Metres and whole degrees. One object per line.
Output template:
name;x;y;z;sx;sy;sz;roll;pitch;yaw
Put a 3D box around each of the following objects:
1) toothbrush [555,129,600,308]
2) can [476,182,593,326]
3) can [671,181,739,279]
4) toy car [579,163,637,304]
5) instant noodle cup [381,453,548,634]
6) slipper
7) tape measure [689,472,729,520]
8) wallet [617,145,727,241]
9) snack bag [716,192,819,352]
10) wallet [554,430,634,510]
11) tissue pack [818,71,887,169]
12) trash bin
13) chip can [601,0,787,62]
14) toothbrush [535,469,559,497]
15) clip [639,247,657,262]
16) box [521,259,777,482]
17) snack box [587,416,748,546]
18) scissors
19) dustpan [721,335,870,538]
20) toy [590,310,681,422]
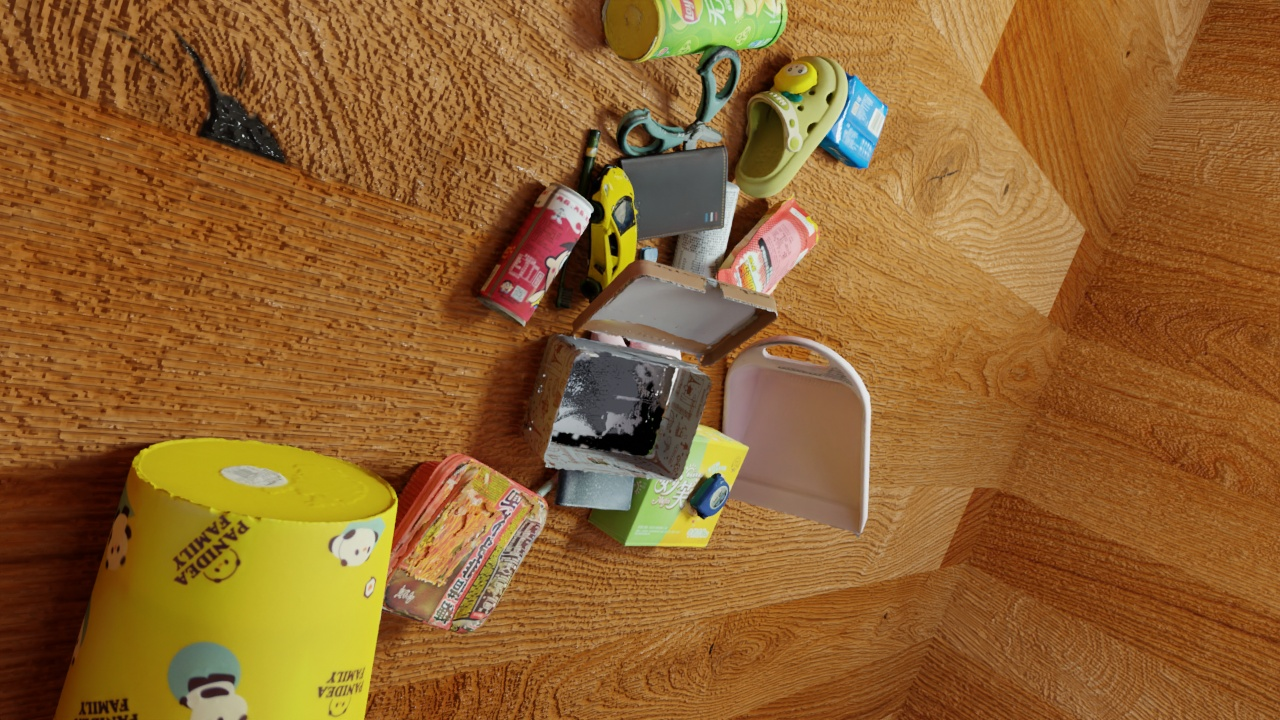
toothbrush;-0.062;-0.141;0.932;0.012;0.017;0.186;-83;-174;-73
can;-0.099;-0.102;0.875;0.132;0.053;0.053;-59;145;-7
can;0.072;-0.138;1.071;0.058;0.058;0.147;-13;120;-49
toy car;-0.030;-0.124;0.947;0.071;0.041;0.156;-46;145;-53
instant noodle cup;-0.191;0.176;0.910;0.164;0.079;0.189;-58;146;-9
slipper;0.170;-0.284;1.082;0.081;0.092;0.190;32;88;-53
tape measure;0.091;0.177;1.199;0.058;0.025;0.054;-50;145;-12
wallet;0.034;-0.179;0.990;0.122;0.020;0.096;-11;123;-16
snack bag;0.150;-0.116;1.142;0.207;0.073;0.129;-48;145;-39
wallet;-0.048;0.126;1.077;0.120;0.019;0.097;14;83;-46
tissue pack;0.276;-0.320;1.227;0.157;0.052;0.095;12;99;-55
trash bin;-0.299;0.206;0.677;0.229;0.230;0.255;7;100;-54
chip can;0.062;-0.342;0.917;0.220;0.073;0.073;-24;129;-43
toothbrush;-0.082;0.122;1.071;0.188;0.021;0.029;-40;106;-33
clip;0.008;-0.101;1.047;0.024;0.030;0.057;-12;114;-51
box;0.002;0.007;0.963;0.178;0.124;0.275;11;125;-30
snack box;0.042;0.162;1.211;0.209;0.070;0.158;17;98;-55
scissors;0.057;-0.264;0.954;0.172;0.019;0.180;-4;144;-52
dustpan;0.207;0.103;1.272;0.138;0.223;0.273;-1;100;-65
toy;-0.006;0.006;1.070;0.121;0.054;0.159;-44;133;-22
